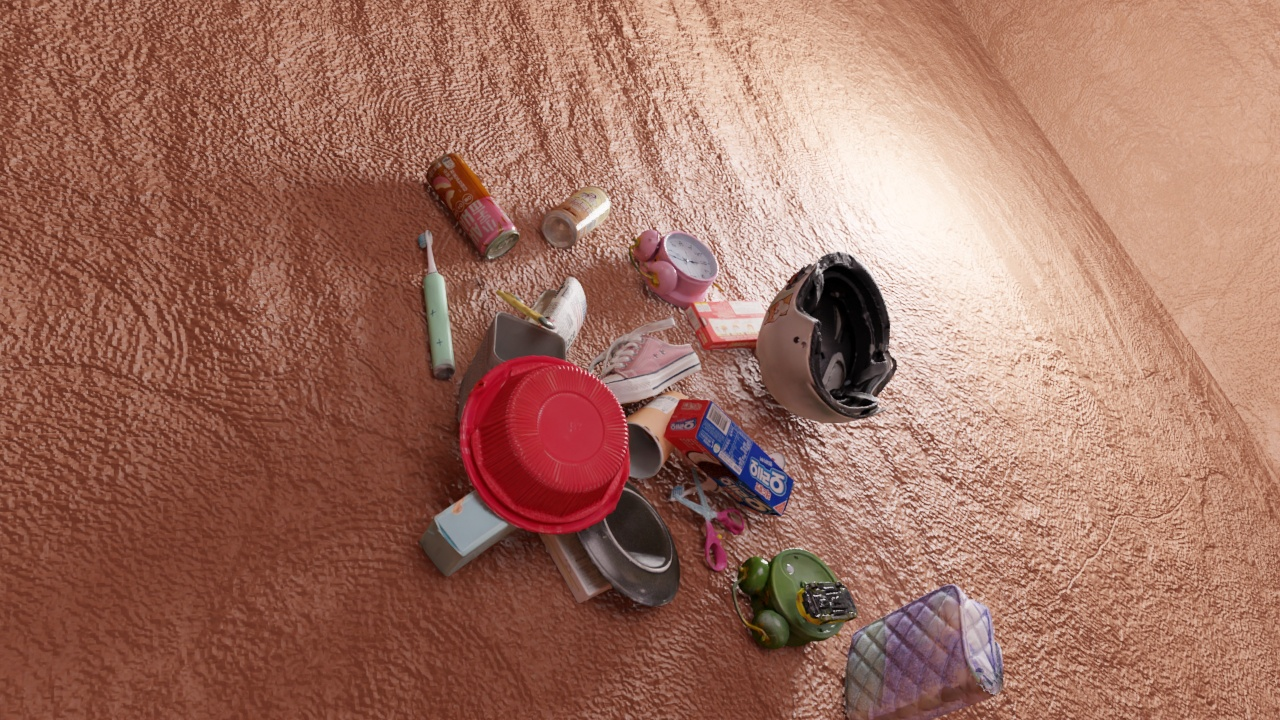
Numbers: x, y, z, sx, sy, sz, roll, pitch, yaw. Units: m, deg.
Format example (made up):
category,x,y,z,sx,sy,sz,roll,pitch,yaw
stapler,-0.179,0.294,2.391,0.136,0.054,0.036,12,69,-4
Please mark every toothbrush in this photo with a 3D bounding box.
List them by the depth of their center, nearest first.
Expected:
category,x,y,z,sx,sy,sz,roll,pitch,yaw
toothbrush,-0.251,-0.075,1.125,0.026,0.027,0.224,50,22,-55
toothbrush,0.116,0.156,1.219,0.220,0.026,0.027,-10,24,-43

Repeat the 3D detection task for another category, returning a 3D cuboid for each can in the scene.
category,x,y,z,sx,sy,sz,roll,pitch,yaw
can,-0.226,-0.208,1.234,0.057,0.058,0.147,-26,74,-47
can,-0.093,-0.211,1.342,0.058,0.059,0.116,42,41,-1

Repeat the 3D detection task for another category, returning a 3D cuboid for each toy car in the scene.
category,x,y,z,sx,sy,sz,roll,pitch,yaw
toy car,0.221,0.292,1.096,0.105,0.032,0.048,12,49,-46

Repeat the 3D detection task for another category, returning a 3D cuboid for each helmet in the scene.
category,x,y,z,sx,sy,sz,roll,pitch,yaw
helmet,0.264,-0.022,1.382,0.230,0.157,0.273,44,44,-26

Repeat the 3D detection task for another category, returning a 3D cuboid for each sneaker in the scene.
category,x,y,z,sx,sy,sz,roll,pitch,yaw
sneaker,-0.007,0.007,1.190,0.240,0.119,0.088,-24,90,-53

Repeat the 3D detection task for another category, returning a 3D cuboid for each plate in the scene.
category,x,y,z,sx,sy,sz,roll,pitch,yaw
plate,-0.010,0.196,1.048,0.179,0.024,0.179,39,27,-25

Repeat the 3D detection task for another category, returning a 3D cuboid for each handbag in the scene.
category,x,y,z,sx,sy,sz,roll,pitch,yaw
handbag,0.333,0.360,1.088,0.075,0.194,0.133,33,42,-15

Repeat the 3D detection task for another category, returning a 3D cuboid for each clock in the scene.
category,x,y,z,sx,sy,sz,roll,pitch,yaw
clock,0.178,0.295,1.127,0.161,0.056,0.116,9,51,-34
clock,0.048,-0.144,1.396,0.158,0.060,0.117,3,54,-35

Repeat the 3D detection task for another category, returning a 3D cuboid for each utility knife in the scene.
category,x,y,z,sx,sy,sz,roll,pitch,yaw
utility knife,-0.155,-0.071,1.118,0.031,0.221,0.022,37,82,-36

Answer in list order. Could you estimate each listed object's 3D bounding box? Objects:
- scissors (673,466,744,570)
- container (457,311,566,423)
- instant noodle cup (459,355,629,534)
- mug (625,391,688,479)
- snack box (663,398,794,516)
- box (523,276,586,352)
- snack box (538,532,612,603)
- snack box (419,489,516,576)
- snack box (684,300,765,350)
category,x,y,z,sx,sy,sz,roll,pitch,yaw
scissors,0.091,0.196,1.156,0.130,0.017,0.133,-5,74,-47
container,-0.150,0.023,1.045,0.090,0.115,0.090,23,33,-22
instant noodle cup,-0.082,0.076,0.934,0.193,0.066,0.193,13,64,-27
mug,0.019,0.088,1.167,0.078,0.078,0.122,46,36,3
snack box,0.116,0.125,1.156,0.207,0.058,0.057,43,60,-36
box,-0.106,-0.046,1.174,0.075,0.083,0.163,41,38,-12
snack box,-0.073,0.188,1.041,0.084,0.027,0.156,-17,67,-45
snack box,-0.142,0.150,0.958,0.174,0.074,0.051,-33,79,-36
snack box,0.143,-0.056,1.422,0.152,0.026,0.075,-5,60,-40
